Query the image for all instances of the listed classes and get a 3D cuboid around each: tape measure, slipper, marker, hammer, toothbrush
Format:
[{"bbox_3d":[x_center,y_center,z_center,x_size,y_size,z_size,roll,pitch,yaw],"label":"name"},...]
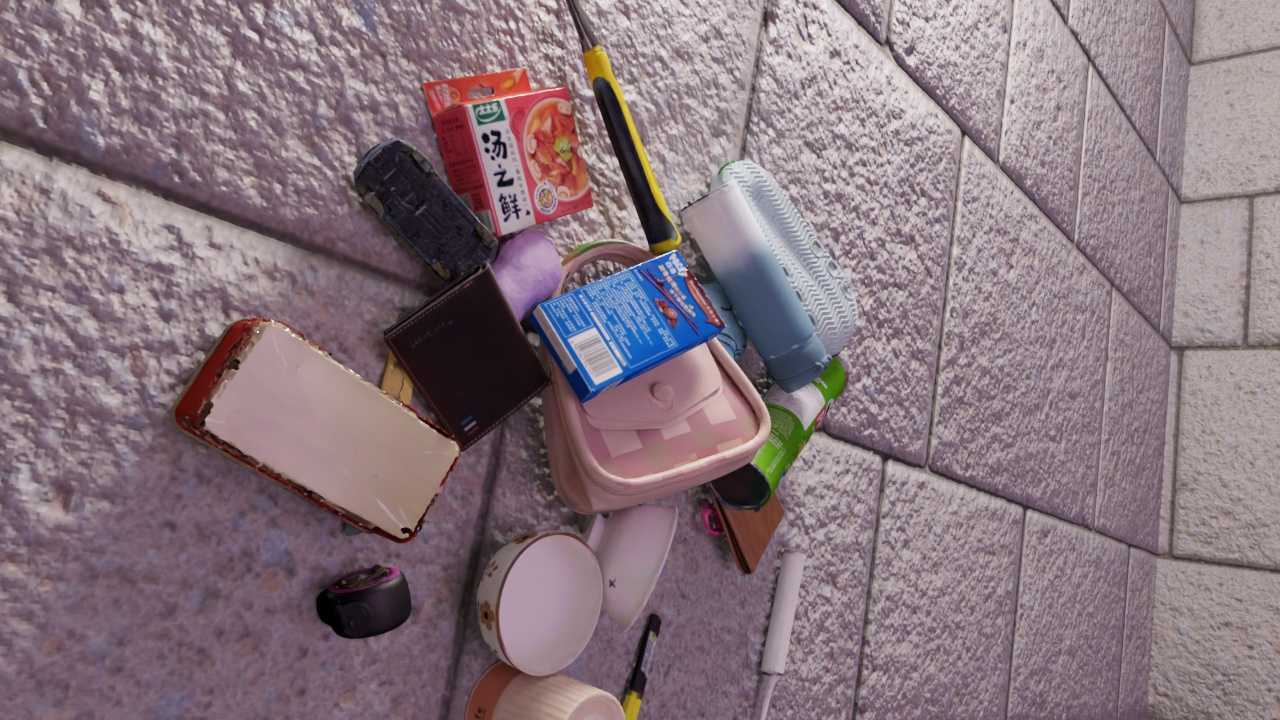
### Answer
[{"bbox_3d":[-0.191,0.167,0.642,0.057,0.057,0.039,-13,99,-38],"label":"tape measure"},{"bbox_3d":[0.147,-0.103,0.999,0.103,0.074,0.245,-44,105,-37],"label":"slipper"},{"bbox_3d":[-0.002,0.304,0.879,0.018,0.015,0.124,39,60,-41],"label":"marker"},{"bbox_3d":[-0.036,-0.242,0.782,0.323,0.032,0.125,68,26,-17],"label":"hammer"},{"bbox_3d":[0.154,0.324,1.037,0.026,0.027,0.220,18,75,-17],"label":"toothbrush"}]

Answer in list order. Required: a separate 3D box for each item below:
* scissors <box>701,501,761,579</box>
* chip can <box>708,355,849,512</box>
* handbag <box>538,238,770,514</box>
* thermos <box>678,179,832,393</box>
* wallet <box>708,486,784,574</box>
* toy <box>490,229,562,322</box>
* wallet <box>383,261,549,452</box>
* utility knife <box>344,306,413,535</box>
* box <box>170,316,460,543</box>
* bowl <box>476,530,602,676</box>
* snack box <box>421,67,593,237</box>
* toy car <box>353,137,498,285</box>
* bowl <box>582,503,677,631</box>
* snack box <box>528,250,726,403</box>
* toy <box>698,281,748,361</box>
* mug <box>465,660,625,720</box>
[{"bbox_3d":[0.105,0.176,0.995,0.137,0.017,0.096,48,50,-40],"label":"scissors"},{"bbox_3d":[0.149,0.066,0.973,0.235,0.072,0.072,-43,121,-48],"label":"chip can"},{"bbox_3d":[-0.005,0.005,0.811,0.192,0.094,0.234,-13,79,-32],"label":"handbag"},{"bbox_3d":[0.117,-0.071,0.925,0.070,0.070,0.220,-35,99,-41],"label":"thermos"},{"bbox_3d":[0.114,0.152,0.980,0.101,0.020,0.115,-50,124,-47],"label":"wallet"},{"bbox_3d":[-0.102,-0.058,0.748,0.107,0.039,0.084,-53,124,-25],"label":"toy"},{"bbox_3d":[-0.131,-0.001,0.708,0.096,0.020,0.122,-40,128,-20],"label":"wallet"},{"bbox_3d":[-0.189,0.044,0.680,0.031,0.019,0.173,24,68,-51],"label":"utility knife"},{"bbox_3d":[-0.203,0.047,0.600,0.168,0.079,0.091,41,66,-34],"label":"box"},{"bbox_3d":[-0.091,0.192,0.747,0.113,0.062,0.113,-2,93,-47],"label":"bowl"},{"bbox_3d":[-0.103,-0.172,0.744,0.113,0.044,0.127,-28,110,-44],"label":"snack box"},{"bbox_3d":[-0.159,-0.109,0.683,0.054,0.037,0.120,-44,120,-5],"label":"toy car"},{"bbox_3d":[-0.020,0.171,0.811,0.065,0.118,0.118,24,67,-3],"label":"bowl"},{"bbox_3d":[-0.008,-0.032,0.771,0.156,0.026,0.084,-26,78,-36],"label":"snack box"},{"bbox_3d":[0.061,0.000,0.920,0.155,0.050,0.161,-31,103,-41],"label":"toy"},{"bbox_3d":[-0.069,0.304,0.738,0.081,0.106,0.114,-45,121,-37],"label":"mug"}]
